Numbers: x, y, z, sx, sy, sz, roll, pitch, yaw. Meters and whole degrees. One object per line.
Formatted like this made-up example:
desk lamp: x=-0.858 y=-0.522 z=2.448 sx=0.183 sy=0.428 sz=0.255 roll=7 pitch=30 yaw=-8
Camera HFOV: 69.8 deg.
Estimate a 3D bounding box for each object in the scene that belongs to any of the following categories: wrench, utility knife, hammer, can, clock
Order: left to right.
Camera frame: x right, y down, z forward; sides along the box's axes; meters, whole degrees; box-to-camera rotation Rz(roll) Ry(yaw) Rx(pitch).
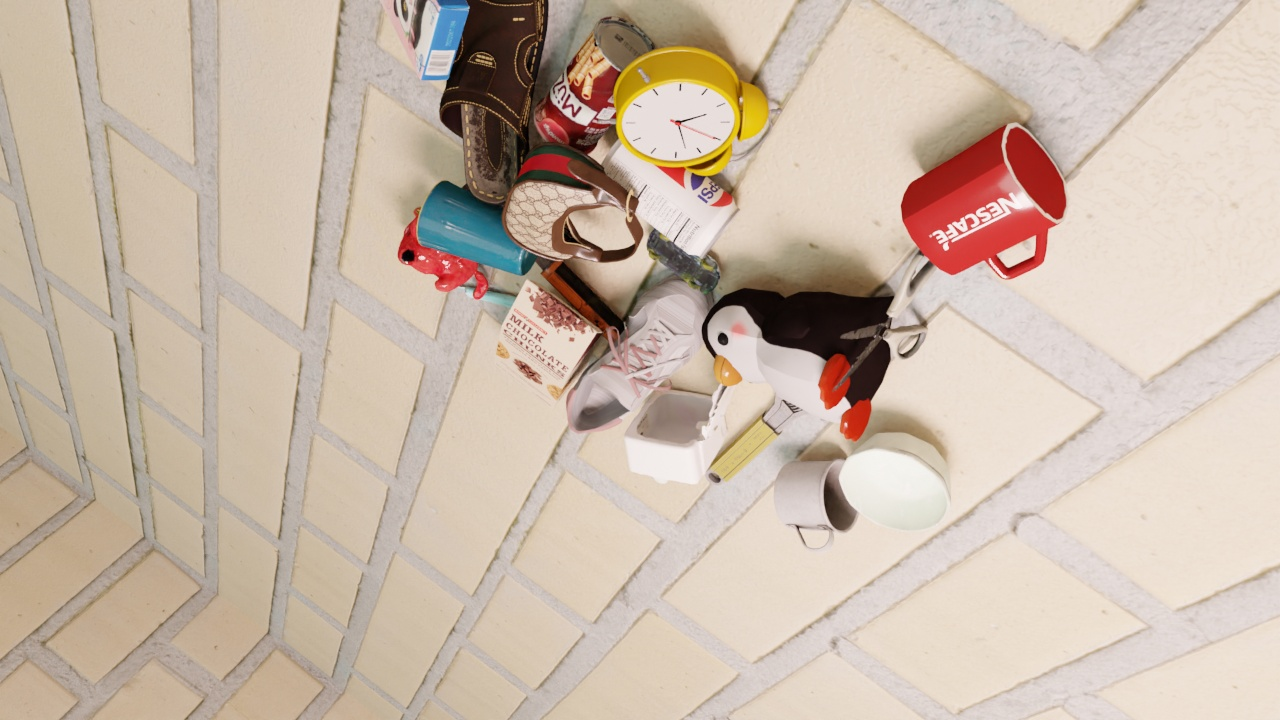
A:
utility knife: x=-0.198 y=-0.082 z=1.179 sx=0.141 sy=0.015 sz=0.022 roll=14 pitch=152 yaw=27
hammer: x=-0.082 y=-0.100 z=1.066 sx=0.314 sy=0.034 sz=0.138 roll=45 pitch=138 yaw=-8
can: x=0.027 y=-0.164 z=0.900 sx=0.132 sy=0.070 sz=0.070 roll=38 pitch=139 yaw=1
clock: x=0.045 y=-0.218 z=0.823 sx=0.151 sy=0.052 sz=0.114 roll=15 pitch=147 yaw=-27
wrench: x=0.141 y=0.080 z=1.074 sx=0.083 sy=0.018 sz=0.274 roll=39 pitch=139 yaw=0

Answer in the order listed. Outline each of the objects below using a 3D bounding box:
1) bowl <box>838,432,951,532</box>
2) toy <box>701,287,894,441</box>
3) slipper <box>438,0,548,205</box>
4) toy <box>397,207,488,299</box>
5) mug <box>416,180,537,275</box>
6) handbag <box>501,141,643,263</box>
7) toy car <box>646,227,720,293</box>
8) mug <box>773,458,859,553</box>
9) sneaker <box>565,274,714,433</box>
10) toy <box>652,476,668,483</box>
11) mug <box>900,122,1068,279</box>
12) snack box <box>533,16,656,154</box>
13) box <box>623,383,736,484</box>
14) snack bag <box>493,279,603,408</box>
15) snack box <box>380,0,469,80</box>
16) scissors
bowl: x=0.278 y=0.121 z=0.980 sx=0.117 sy=0.061 sz=0.118 roll=20 pitch=135 yaw=21
toy: x=0.150 y=-0.023 z=0.918 sx=0.184 sy=0.140 sz=0.159 roll=19 pitch=160 yaw=39
slipper: x=-0.150 y=-0.275 z=0.908 sx=0.113 sy=0.075 sz=0.268 roll=23 pitch=126 yaw=18
toy: x=-0.240 y=-0.133 z=1.143 sx=0.133 sy=0.088 sz=0.094 roll=40 pitch=176 yaw=-30
mug: x=-0.174 y=-0.141 z=1.014 sx=0.121 sy=0.077 sz=0.078 roll=22 pitch=137 yaw=8
handbag: x=-0.062 y=-0.148 z=0.916 sx=0.138 sy=0.063 sz=0.167 roll=23 pitch=156 yaw=-9
toy car: x=0.047 y=-0.108 z=0.967 sx=0.090 sy=0.027 sz=0.039 roll=37 pitch=136 yaw=4
mug: x=0.197 y=0.166 z=1.041 sx=0.071 sy=0.113 sz=0.084 roll=-7 pitch=137 yaw=43
sneaker: x=-0.006 y=0.006 z=1.025 sx=0.099 sy=0.089 sz=0.237 roll=36 pitch=122 yaw=-8
toy: x=0.040 y=0.116 z=1.166 sx=0.079 sy=0.037 sz=0.123 roll=51 pitch=145 yaw=-15
mug: x=0.289 y=-0.118 z=0.746 sx=0.116 sy=0.080 sz=0.097 roll=43 pitch=139 yaw=-15
snack box: x=-0.043 y=-0.257 z=0.868 sx=0.072 sy=0.072 sz=0.122 roll=45 pitch=138 yaw=-6
box: x=0.060 y=0.061 z=1.051 sx=0.152 sy=0.106 sz=0.132 roll=8 pitch=130 yaw=27
snack bag: x=-0.106 y=-0.025 z=1.075 sx=0.094 sy=0.069 sz=0.207 roll=37 pitch=157 yaw=1
snack box: x=-0.215 y=-0.356 z=0.882 sx=0.154 sy=0.033 sz=0.088 roll=62 pitch=143 yaw=21
scissors: x=0.229 y=-0.034 z=0.833 sx=0.012 sy=0.171 sz=0.157 roll=34 pitch=-178 yaw=37
